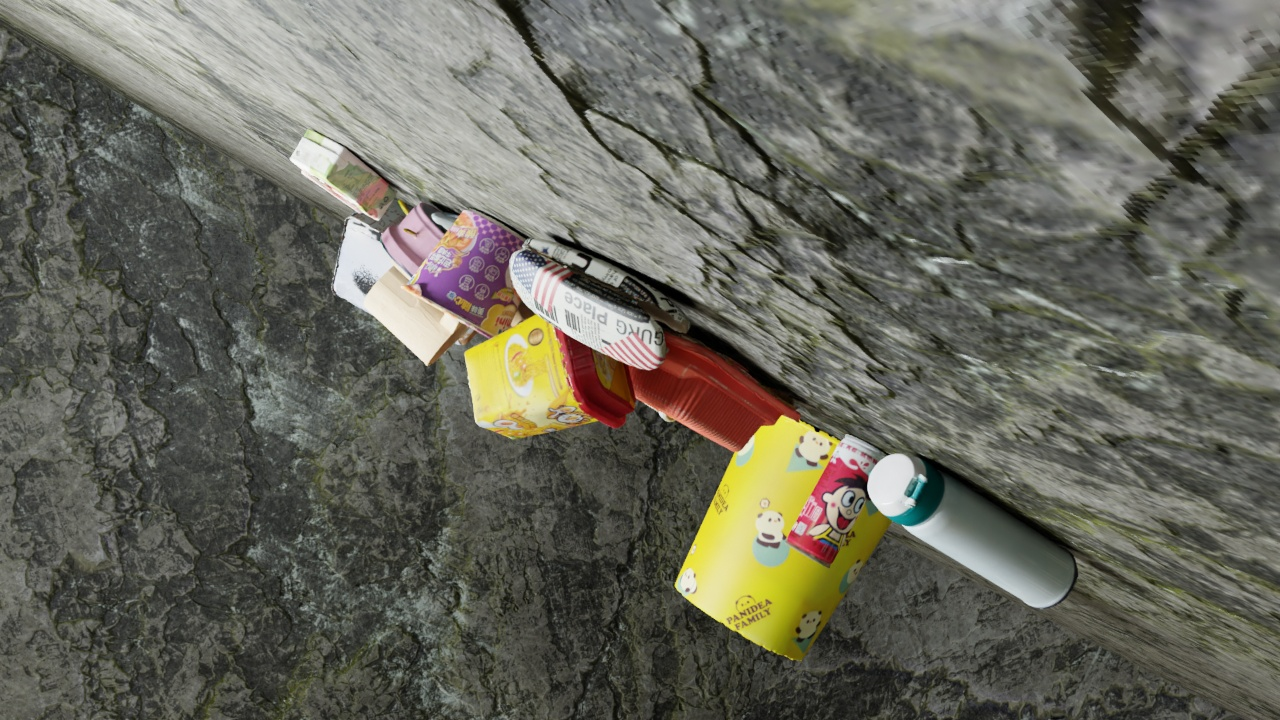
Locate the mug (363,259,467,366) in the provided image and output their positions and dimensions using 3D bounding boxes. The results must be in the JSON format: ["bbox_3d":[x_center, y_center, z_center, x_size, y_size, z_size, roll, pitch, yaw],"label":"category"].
[{"bbox_3d":[-0.252,-0.064,1.060,0.103,0.084,0.125,42,153,-4],"label":"mug"}]

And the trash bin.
[{"bbox_3d":[0.184,0.219,1.161,0.229,0.255,0.229,29,176,2],"label":"trash bin"}]

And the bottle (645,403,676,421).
[{"bbox_3d":[-0.009,0.026,1.307,0.059,0.060,0.206,33,-176,-43],"label":"bottle"}]

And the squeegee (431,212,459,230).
[{"bbox_3d":[-0.117,-0.087,0.981,0.249,0.040,0.247,39,-170,-31],"label":"squeegee"}]

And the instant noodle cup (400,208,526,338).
[{"bbox_3d":[-0.153,-0.082,0.870,0.111,0.099,0.111,31,178,1],"label":"instant noodle cup"}]

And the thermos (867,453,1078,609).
[{"bbox_3d":[0.309,0.158,0.863,0.224,0.073,0.073,31,176,-20],"label":"thermos"}]

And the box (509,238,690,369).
[{"bbox_3d":[-0.044,-0.043,0.727,0.163,0.081,0.075,30,172,29],"label":"box"}]

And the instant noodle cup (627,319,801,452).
[{"bbox_3d":[0.052,0.024,0.910,0.188,0.079,0.165,31,177,-42],"label":"instant noodle cup"}]

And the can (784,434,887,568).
[{"bbox_3d":[0.206,0.146,0.960,0.053,0.132,0.053,30,177,2],"label":"can"}]

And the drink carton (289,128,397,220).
[{"bbox_3d":[-0.317,-0.196,0.984,0.053,0.045,0.122,29,176,15],"label":"drink carton"}]

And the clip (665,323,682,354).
[{"bbox_3d":[-0.005,-0.041,0.829,0.097,0.034,0.061,33,179,28],"label":"clip"}]

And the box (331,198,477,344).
[{"bbox_3d":[-0.271,-0.126,1.213,0.183,0.157,0.191,29,-142,3],"label":"box"}]

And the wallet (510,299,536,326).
[{"bbox_3d":[-0.138,-0.069,1.092,0.090,0.033,0.115,8,-150,-45],"label":"wallet"}]

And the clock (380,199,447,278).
[{"bbox_3d":[-0.203,-0.106,0.999,0.158,0.060,0.117,39,-171,-33],"label":"clock"}]

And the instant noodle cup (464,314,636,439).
[{"bbox_3d":[-0.084,0.013,0.831,0.124,0.116,0.116,-19,159,16],"label":"instant noodle cup"}]
